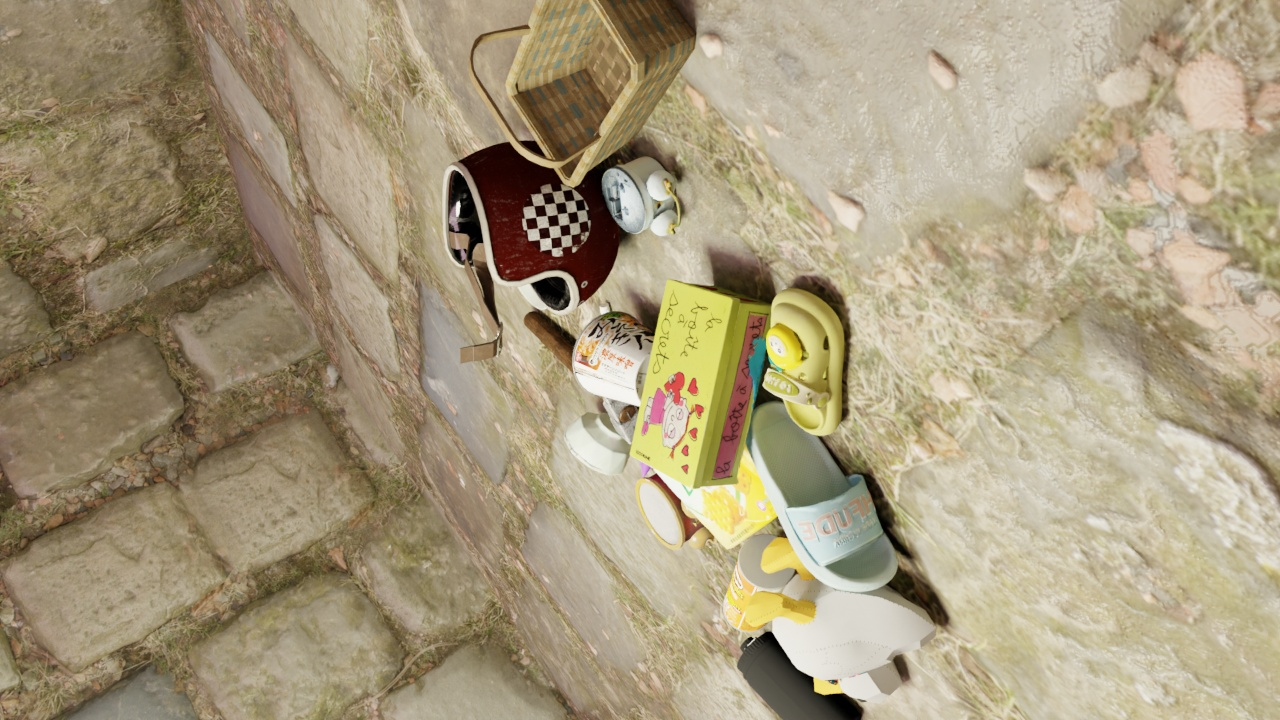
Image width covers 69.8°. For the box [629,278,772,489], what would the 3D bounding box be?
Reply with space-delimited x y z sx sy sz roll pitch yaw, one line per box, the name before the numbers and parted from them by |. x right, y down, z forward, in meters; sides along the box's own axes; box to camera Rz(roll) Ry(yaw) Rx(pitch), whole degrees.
box | 0.071 0.024 1.058 0.124 0.081 0.221 27 111 49

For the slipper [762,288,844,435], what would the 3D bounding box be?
slipper | 0.165 0.012 0.988 0.092 0.081 0.191 34 147 45

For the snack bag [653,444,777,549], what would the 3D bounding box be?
snack bag | 0.120 0.144 1.197 0.159 0.068 0.248 49 149 9

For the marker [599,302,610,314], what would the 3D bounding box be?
marker | -0.040 -0.022 1.381 0.017 0.017 0.146 30 142 45

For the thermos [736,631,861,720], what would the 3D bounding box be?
thermos | 0.225 0.489 1.374 0.198 0.086 0.086 40 148 33

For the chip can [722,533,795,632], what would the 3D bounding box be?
chip can | 0.163 0.316 1.284 0.075 0.075 0.215 47 159 23

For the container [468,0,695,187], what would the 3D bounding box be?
container | -0.077 -0.293 0.967 0.157 0.186 0.251 57 154 3

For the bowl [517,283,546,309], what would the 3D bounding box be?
bowl | -0.146 -0.143 1.388 0.118 0.062 0.118 41 148 33

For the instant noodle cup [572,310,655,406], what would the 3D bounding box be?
instant noodle cup | -0.007 0.007 1.228 0.122 0.123 0.124 25 138 51

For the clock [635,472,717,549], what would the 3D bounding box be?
clock | 0.068 0.218 1.368 0.159 0.081 0.117 28 136 52

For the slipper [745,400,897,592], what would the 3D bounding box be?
slipper | 0.204 0.152 1.045 0.245 0.103 0.074 59 157 11

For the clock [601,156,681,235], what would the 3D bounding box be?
clock | 0.006 -0.190 1.077 0.117 0.057 0.083 36 145 39

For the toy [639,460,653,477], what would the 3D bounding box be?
toy | 0.025 0.124 1.358 0.056 0.105 0.088 26 128 -21

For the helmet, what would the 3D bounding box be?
helmet | -0.148 -0.156 1.154 0.233 0.253 0.234 25 124 60

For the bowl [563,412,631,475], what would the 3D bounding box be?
bowl | -0.060 0.125 1.487 0.117 0.117 0.061 46 114 25

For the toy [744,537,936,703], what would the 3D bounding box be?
toy | 0.251 0.334 1.125 0.267 0.140 0.247 41 141 -19

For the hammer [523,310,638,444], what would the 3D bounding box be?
hammer | -0.114 -0.018 1.449 0.300 0.037 0.218 42 165 39
